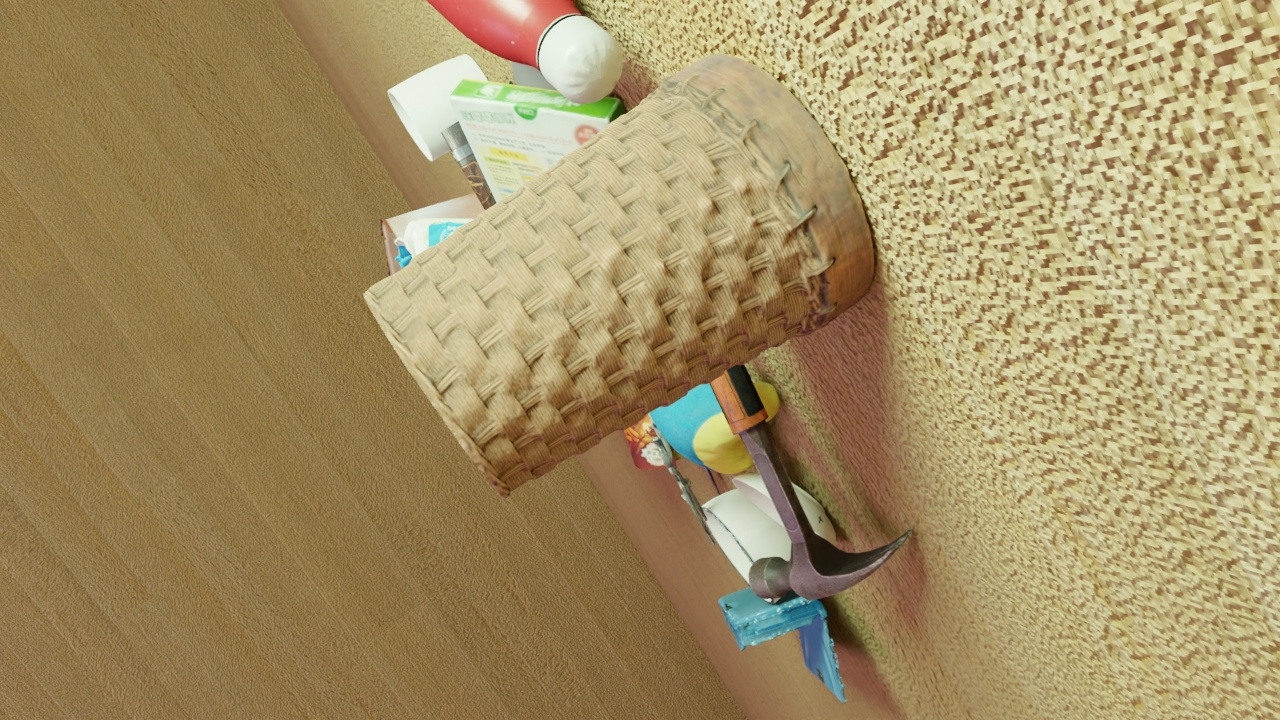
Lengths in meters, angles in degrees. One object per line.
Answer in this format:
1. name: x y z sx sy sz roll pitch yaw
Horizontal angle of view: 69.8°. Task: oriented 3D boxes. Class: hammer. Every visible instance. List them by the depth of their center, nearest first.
1. hammer: 0.077 0.022 0.648 0.138 0.034 0.314 -21 95 46

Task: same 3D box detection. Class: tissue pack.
1. tissue pack: -0.126 -0.096 0.858 0.117 0.209 0.066 162 109 -80

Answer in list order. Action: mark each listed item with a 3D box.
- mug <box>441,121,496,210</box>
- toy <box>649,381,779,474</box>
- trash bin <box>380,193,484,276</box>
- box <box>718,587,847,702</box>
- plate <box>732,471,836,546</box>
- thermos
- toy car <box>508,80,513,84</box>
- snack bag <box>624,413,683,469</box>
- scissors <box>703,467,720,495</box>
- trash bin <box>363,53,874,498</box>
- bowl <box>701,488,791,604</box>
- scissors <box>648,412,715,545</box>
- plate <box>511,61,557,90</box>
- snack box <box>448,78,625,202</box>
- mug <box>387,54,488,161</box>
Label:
1. mug: -0.124 -0.192 0.878 0.116 0.079 0.107 -3 121 57
2. toy: 0.024 0.007 0.785 0.214 0.084 0.149 48 166 24
3. trash bin: -0.156 -0.041 0.998 0.259 0.157 0.182 57 158 27
4. box: 0.149 0.305 0.986 0.231 0.094 0.112 89 164 -81
5. plate: 0.128 0.123 0.783 0.104 0.026 0.104 36 171 7
6. thermos: -0.090 -0.235 0.582 0.240 0.073 0.073 48 167 33
7. toy car: -0.101 -0.193 0.765 0.120 0.043 0.056 41 162 55
8. snack bag: -0.006 0.006 0.973 0.139 0.066 0.208 -151 43 -70
9. scissors: 0.058 0.078 1.023 0.225 0.016 0.229 62 168 -26
10. trash bin: -0.011 -0.035 0.465 0.151 0.210 0.151 54 170 13
11. bowl: 0.119 0.174 0.908 0.116 0.065 0.116 53 169 15
12. scissors: 0.037 0.111 0.828 0.147 0.014 0.141 -3 -112 -86
13. plate: -0.065 -0.185 0.785 0.178 0.012 0.178 53 169 14
14. snack box: -0.058 -0.135 0.703 0.132 0.027 0.168 15 151 23
15. mug: -0.206 -0.267 0.959 0.081 0.087 0.114 61 169 -25
